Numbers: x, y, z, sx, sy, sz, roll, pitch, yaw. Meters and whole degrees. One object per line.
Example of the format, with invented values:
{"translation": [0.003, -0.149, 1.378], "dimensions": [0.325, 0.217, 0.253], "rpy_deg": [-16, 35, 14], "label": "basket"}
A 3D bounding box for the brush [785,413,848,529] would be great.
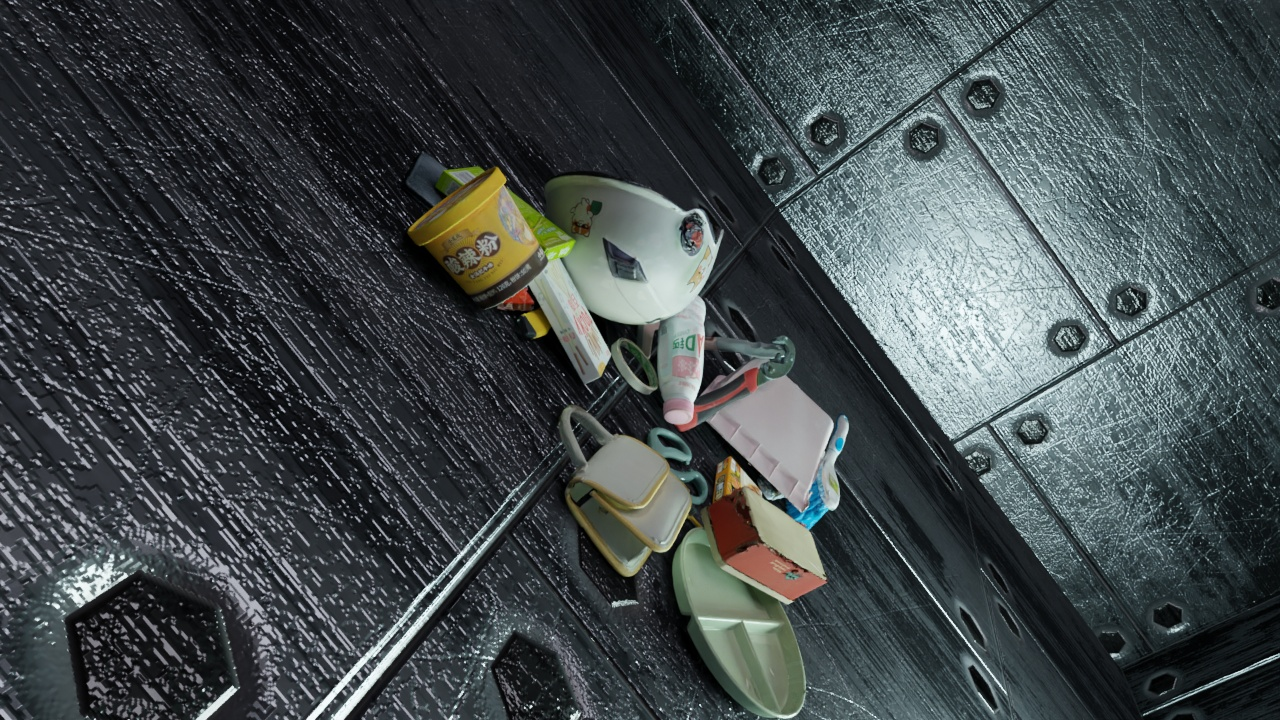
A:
{"translation": [0.300, 0.177, 1.514], "dimensions": [0.060, 0.110, 0.313], "rpy_deg": [50, 19, -7], "label": "brush"}

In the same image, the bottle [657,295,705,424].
{"translation": [0.055, -0.004, 1.280], "dimensions": [0.068, 0.068, 0.196], "rpy_deg": [37, 44, -37], "label": "bottle"}

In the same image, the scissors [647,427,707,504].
{"translation": [0.037, 0.145, 1.131], "dimensions": [0.132, 0.019, 0.185], "rpy_deg": [56, 22, 6], "label": "scissors"}

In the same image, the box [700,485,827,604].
{"translation": [0.157, 0.218, 1.107], "dimensions": [0.168, 0.080, 0.091], "rpy_deg": [36, 28, -40], "label": "box"}

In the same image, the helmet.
{"translation": [-0.021, -0.131, 1.208], "dimensions": [0.273, 0.230, 0.157], "rpy_deg": [21, 80, -64], "label": "helmet"}

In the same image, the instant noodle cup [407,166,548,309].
{"translation": [-0.169, -0.127, 0.987], "dimensions": [0.114, 0.119, 0.118], "rpy_deg": [55, 19, -20], "label": "instant noodle cup"}

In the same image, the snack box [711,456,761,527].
{"translation": [0.131, 0.198, 1.233], "dimensions": [0.075, 0.026, 0.153], "rpy_deg": [48, 22, -13], "label": "snack box"}

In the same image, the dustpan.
{"translation": [0.184, 0.117, 1.440], "dimensions": [0.222, 0.139, 0.272], "rpy_deg": [46, 45, 2], "label": "dustpan"}

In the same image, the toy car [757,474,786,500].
{"translation": [0.200, 0.190, 1.381], "dimensions": [0.090, 0.034, 0.043], "rpy_deg": [12, 49, -63], "label": "toy car"}

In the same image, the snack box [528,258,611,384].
{"translation": [-0.088, -0.055, 1.110], "dimensions": [0.157, 0.027, 0.084], "rpy_deg": [61, 15, -14], "label": "snack box"}

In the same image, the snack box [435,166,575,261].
{"translation": [-0.157, -0.173, 1.082], "dimensions": [0.156, 0.026, 0.085], "rpy_deg": [37, 23, 6], "label": "snack box"}

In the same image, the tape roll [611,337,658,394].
{"translation": [-0.007, 0.007, 1.252], "dimensions": [0.086, 0.014, 0.085], "rpy_deg": [44, 23, -24], "label": "tape roll"}

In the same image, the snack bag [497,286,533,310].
{"translation": [-0.155, -0.099, 1.082], "dimensions": [0.048, 0.026, 0.104], "rpy_deg": [3, 45, -28], "label": "snack bag"}

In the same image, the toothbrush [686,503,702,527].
{"translation": [0.107, 0.233, 1.138], "dimensions": [0.191, 0.018, 0.016], "rpy_deg": [47, 24, -19], "label": "toothbrush"}

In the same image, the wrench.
{"translation": [0.142, 0.036, 1.338], "dimensions": [0.272, 0.016, 0.056], "rpy_deg": [-31, 96, -37], "label": "wrench"}

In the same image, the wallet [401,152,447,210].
{"translation": [-0.225, -0.189, 1.088], "dimensions": [0.121, 0.019, 0.097], "rpy_deg": [41, 24, -23], "label": "wallet"}

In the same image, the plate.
{"translation": [0.110, 0.295, 1.037], "dimensions": [0.230, 0.028, 0.229], "rpy_deg": [45, 22, -24], "label": "plate"}

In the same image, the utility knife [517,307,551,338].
{"translation": [-0.109, -0.053, 1.128], "dimensions": [0.033, 0.015, 0.195], "rpy_deg": [60, 19, -2], "label": "utility knife"}

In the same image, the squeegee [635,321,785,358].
{"translation": [0.111, -0.033, 1.425], "dimensions": [0.249, 0.040, 0.247], "rpy_deg": [13, 30, -5], "label": "squeegee"}

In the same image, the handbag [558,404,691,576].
{"translation": [-0.027, 0.122, 0.978], "dimensions": [0.178, 0.063, 0.163], "rpy_deg": [50, 19, 0], "label": "handbag"}
